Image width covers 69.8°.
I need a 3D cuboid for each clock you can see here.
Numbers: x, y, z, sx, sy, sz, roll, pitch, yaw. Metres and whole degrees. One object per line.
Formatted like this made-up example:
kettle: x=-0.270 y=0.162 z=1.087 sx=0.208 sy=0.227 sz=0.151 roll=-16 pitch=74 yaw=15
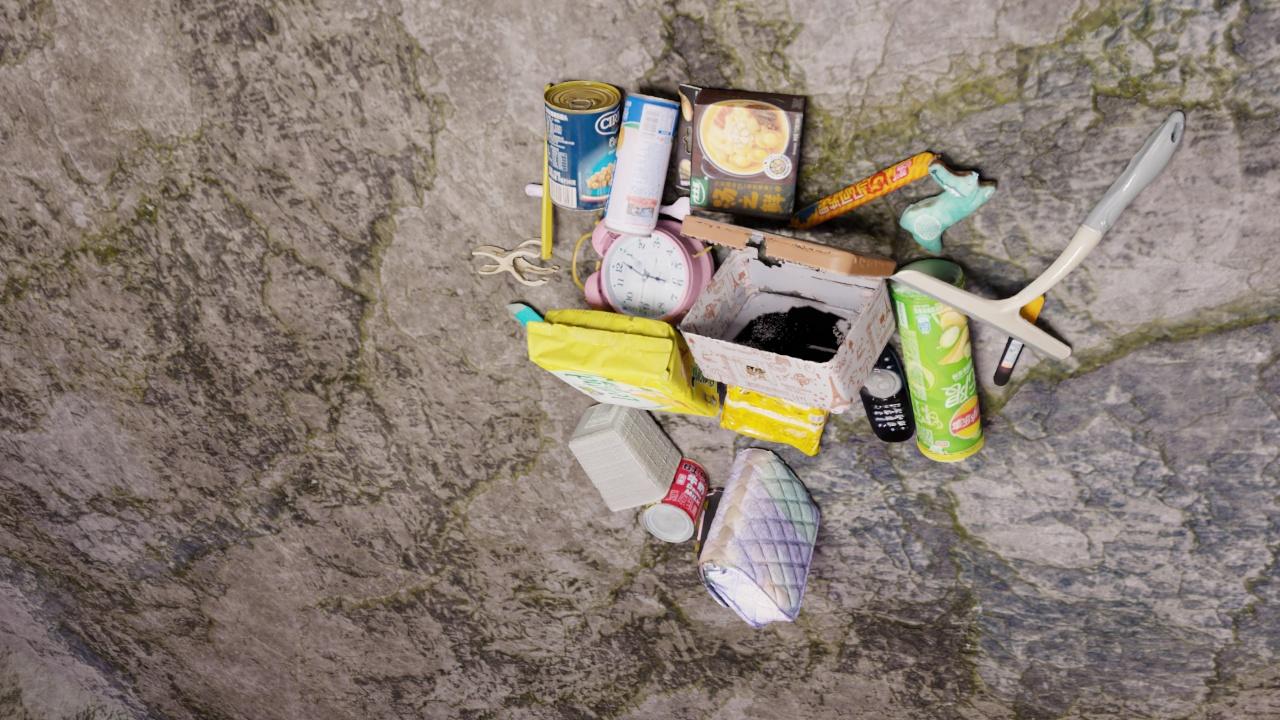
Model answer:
clock: x=-0.002 y=-0.095 z=0.981 sx=0.159 sy=0.059 sz=0.117 roll=16 pitch=105 yaw=23

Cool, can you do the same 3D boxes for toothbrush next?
toothbrush: x=-0.036 y=-0.174 z=0.986 sx=0.189 sy=0.021 sz=0.029 roll=10 pitch=130 yaw=15
toothbrush: x=-0.095 y=-0.196 z=0.975 sx=0.016 sy=0.015 sz=0.190 roll=11 pitch=120 yaw=10

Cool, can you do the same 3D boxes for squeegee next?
squeegee: x=0.397 y=-0.113 z=0.825 sx=0.246 sy=0.039 sz=0.247 roll=21 pitch=122 yaw=-28

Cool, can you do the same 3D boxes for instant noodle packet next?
instant noodle packet: x=0.162 y=0.055 z=1.069 sx=0.128 sy=0.044 sz=0.111 roll=18 pitch=136 yaw=12

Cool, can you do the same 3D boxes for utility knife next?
utility knife: x=-0.085 y=-0.003 z=1.136 sx=0.029 sy=0.013 sz=0.207 roll=-30 pitch=114 yaw=38

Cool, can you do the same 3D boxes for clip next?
clip: x=-0.146 y=-0.126 z=1.055 sx=0.104 sy=0.034 sz=0.084 roll=20 pitch=134 yaw=15

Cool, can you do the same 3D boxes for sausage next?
sausage: x=0.216 y=-0.163 z=0.896 sx=0.166 sy=0.021 sz=0.021 roll=-23 pitch=115 yaw=33

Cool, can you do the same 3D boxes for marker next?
marker: x=0.388 y=-0.021 z=0.946 sx=0.018 sy=0.015 sz=0.124 roll=14 pitch=132 yaw=12

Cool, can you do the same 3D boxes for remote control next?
remote control: x=0.272 y=0.034 z=1.024 sx=0.053 sy=0.024 sz=0.136 roll=-8 pitch=121 yaw=27

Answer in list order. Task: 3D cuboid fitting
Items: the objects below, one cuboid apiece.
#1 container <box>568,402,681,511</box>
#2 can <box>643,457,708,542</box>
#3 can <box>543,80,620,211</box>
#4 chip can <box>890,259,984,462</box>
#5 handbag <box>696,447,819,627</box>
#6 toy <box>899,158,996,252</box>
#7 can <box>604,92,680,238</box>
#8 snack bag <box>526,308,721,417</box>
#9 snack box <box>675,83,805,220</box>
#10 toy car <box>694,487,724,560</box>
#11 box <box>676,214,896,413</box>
container: x=-0.022 y=0.113 z=1.151 sx=0.090 sy=0.090 sz=0.114 roll=-20 pitch=117 yaw=31
can: x=0.048 y=0.176 z=1.172 sx=0.066 sy=0.093 sz=0.067 roll=10 pitch=128 yaw=13
can: x=-0.057 y=-0.214 z=0.925 sx=0.075 sy=0.075 sz=0.111 roll=11 pitch=129 yaw=12
chip can: x=0.310 y=0.001 z=0.953 sx=0.073 sy=0.072 sz=0.221 roll=-5 pitch=124 yaw=24
handbag: x=0.142 y=0.214 z=1.100 sx=0.076 sy=0.193 sz=0.134 roll=-26 pitch=113 yaw=37
toy: x=0.288 y=-0.150 z=0.870 sx=0.096 sy=0.030 sz=0.092 roll=31 pitch=130 yaw=-30
can: x=0.000 y=-0.191 z=0.903 sx=0.053 sy=0.053 sz=0.135 roll=14 pitch=105 yaw=10
snack bag: x=-0.006 y=0.006 z=1.007 sx=0.158 sy=0.068 sz=0.246 roll=8 pitch=168 yaw=20
snack box: x=0.093 y=-0.203 z=0.898 sx=0.126 sy=0.053 sz=0.113 roll=7 pitch=128 yaw=9
toy car: x=0.106 y=0.221 z=1.224 sx=0.056 sy=0.037 sz=0.122 roll=12 pitch=117 yaw=7
box: x=0.137 y=-0.074 z=0.880 sx=0.183 sy=0.152 sz=0.178 roll=15 pitch=151 yaw=36
